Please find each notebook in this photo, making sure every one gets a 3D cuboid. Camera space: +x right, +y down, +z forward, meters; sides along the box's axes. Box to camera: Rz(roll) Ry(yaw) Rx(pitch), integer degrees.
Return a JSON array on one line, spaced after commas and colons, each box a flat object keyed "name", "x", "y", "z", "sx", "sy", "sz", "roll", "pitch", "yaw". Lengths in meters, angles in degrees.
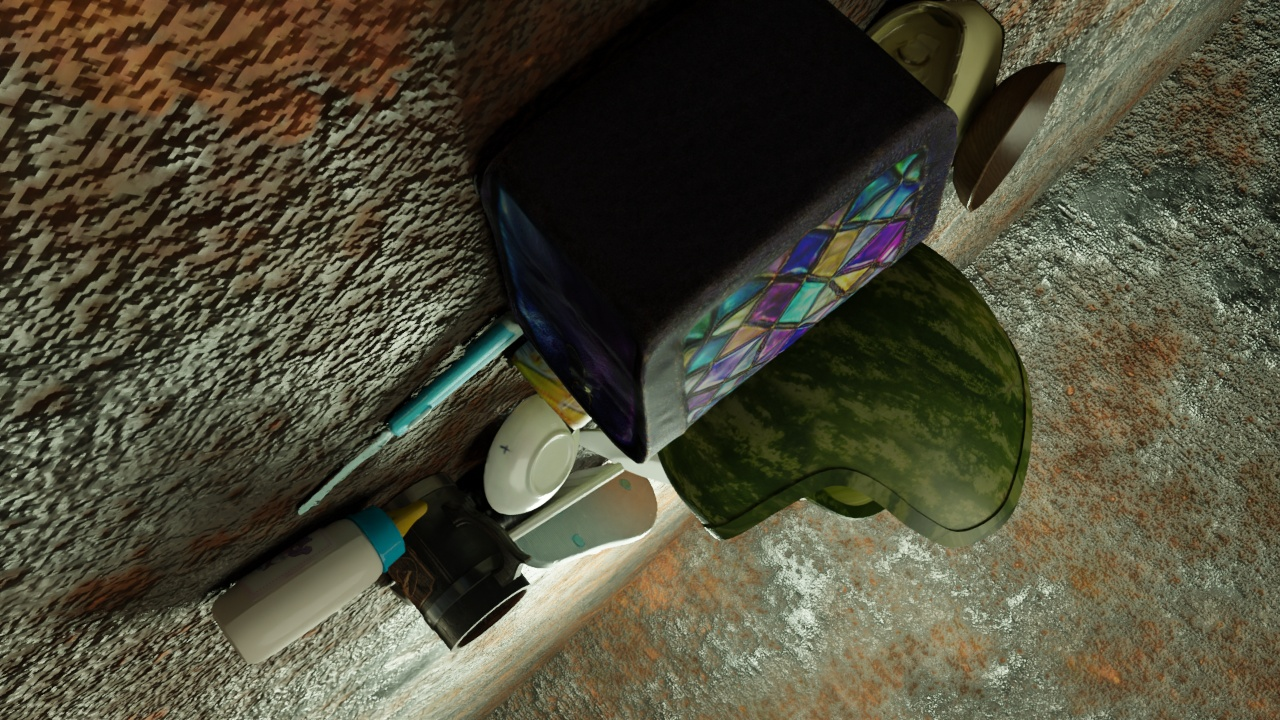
[{"name": "notebook", "x": -0.122, "y": 0.151, "z": 0.818, "sx": 0.209, "sy": 0.009, "sz": 0.143, "roll": -30, "pitch": -178, "yaw": -22}]

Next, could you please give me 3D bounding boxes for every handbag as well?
[{"name": "handbag", "x": 0.196, "y": -0.195, "z": 0.641, "sx": 0.119, "sy": 0.081, "sz": 0.111, "roll": -23, "pitch": 149, "yaw": -50}, {"name": "handbag", "x": 0.039, "y": -0.060, "z": 0.475, "sx": 0.204, "sy": 0.125, "sz": 0.222, "roll": -38, "pitch": 162, "yaw": -8}]

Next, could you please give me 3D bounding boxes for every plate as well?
[{"name": "plate", "x": 0.050, "y": 0.107, "z": 0.877, "sx": 0.243, "sy": 0.242, "sz": 0.016, "roll": 75, "pitch": 28, "yaw": -75}, {"name": "plate", "x": -0.077, "y": 0.077, "z": 0.718, "sx": 0.104, "sy": 0.026, "sz": 0.104, "roll": -37, "pitch": 139, "yaw": -41}]

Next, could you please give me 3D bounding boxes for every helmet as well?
[{"name": "helmet", "x": 0.133, "y": 0.015, "z": 0.666, "sx": 0.213, "sy": 0.247, "sz": 0.243, "roll": 172, "pitch": -74, "yaw": -79}]

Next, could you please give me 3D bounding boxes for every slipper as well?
[{"name": "slipper", "x": -0.063, "y": 0.185, "z": 1.032, "sx": 0.055, "sy": 0.098, "sz": 0.268, "roll": -50, "pitch": 163, "yaw": 25}]

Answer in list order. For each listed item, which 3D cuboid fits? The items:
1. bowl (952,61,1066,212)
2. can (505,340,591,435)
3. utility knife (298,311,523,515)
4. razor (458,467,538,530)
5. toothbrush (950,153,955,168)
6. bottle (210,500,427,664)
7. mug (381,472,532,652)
[{"name": "bowl", "x": 0.260, "y": -0.166, "z": 0.664, "sx": 0.117, "sy": 0.030, "sz": 0.118, "roll": -45, "pitch": 158, "yaw": -24}, {"name": "can", "x": -0.028, "y": -0.010, "z": 0.602, "sx": 0.105, "sy": 0.067, "sz": 0.067, "roll": -41, "pitch": 166, "yaw": -2}, {"name": "utility knife", "x": -0.138, "y": 0.033, "z": 0.548, "sx": 0.181, "sy": 0.015, "sz": 0.022, "roll": -41, "pitch": 163, "yaw": 6}, {"name": "razor", "x": -0.109, "y": 0.112, "z": 0.803, "sx": 0.067, "sy": 0.054, "sz": 0.151, "roll": -35, "pitch": 175, "yaw": 15}, {"name": "toothbrush", "x": 0.289, "y": -0.192, "z": 0.999, "sx": 0.196, "sy": 0.031, "sz": 0.031, "roll": -34, "pitch": -164, "yaw": -25}, {"name": "bottle", "x": -0.200, "y": 0.134, "z": 0.596, "sx": 0.145, "sy": 0.051, "sz": 0.051, "roll": -34, "pitch": 164, "yaw": -29}, {"name": "mug", "x": -0.135, "y": 0.139, "z": 0.674, "sx": 0.079, "sy": 0.107, "sz": 0.116, "roll": -26, "pitch": 159, "yaw": -48}]
